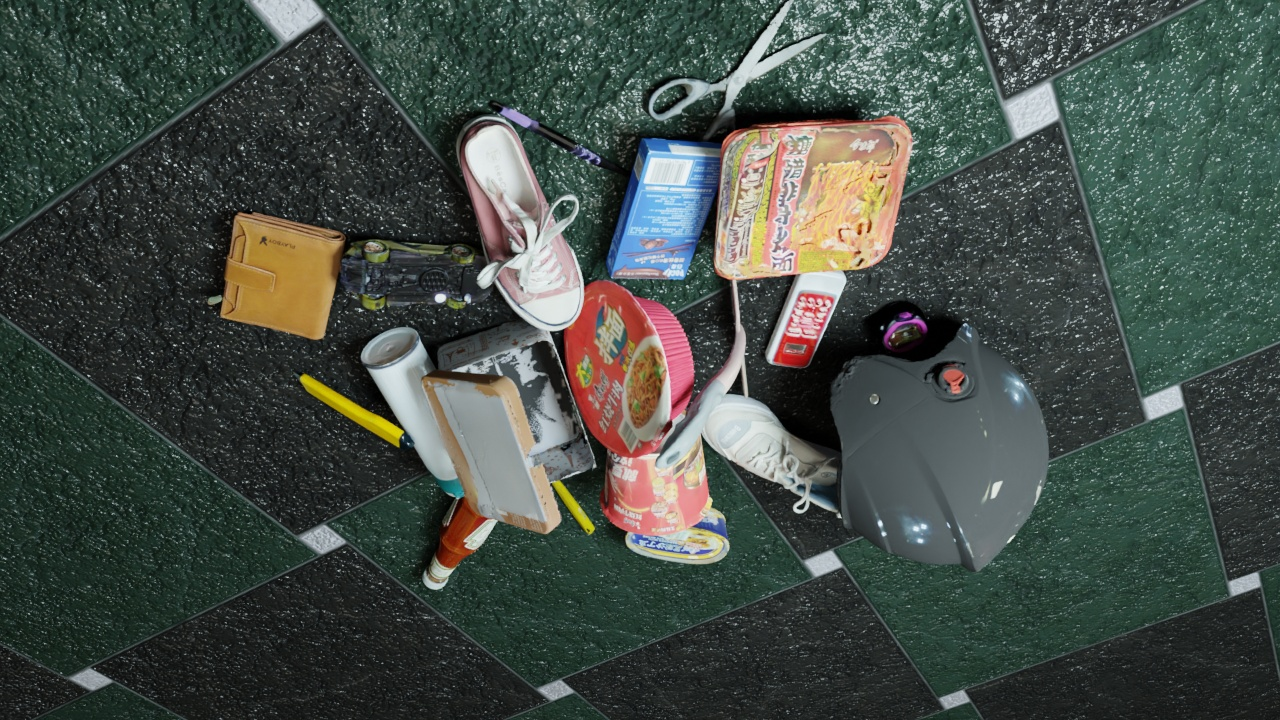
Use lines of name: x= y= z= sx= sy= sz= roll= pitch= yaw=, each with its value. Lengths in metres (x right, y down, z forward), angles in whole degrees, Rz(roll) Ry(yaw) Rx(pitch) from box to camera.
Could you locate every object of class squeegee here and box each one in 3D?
squeegee: x=0.075 y=0.023 z=0.946 sx=0.040 sy=0.248 sz=0.248 roll=9 pitch=134 yaw=23

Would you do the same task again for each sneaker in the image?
sneaker: x=-0.113 y=-0.118 z=0.898 sx=0.118 sy=0.087 sz=0.241 roll=-21 pitch=126 yaw=-4
sneaker: x=0.172 y=0.128 z=1.138 sx=0.242 sy=0.090 sz=0.090 roll=28 pitch=120 yaw=-25

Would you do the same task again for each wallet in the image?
wallet: x=-0.377 y=-0.088 z=0.947 sx=0.119 sy=0.035 sz=0.131 roll=11 pitch=127 yaw=-21

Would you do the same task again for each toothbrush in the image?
toothbrush: x=-0.105 y=0.168 z=1.191 sx=0.016 sy=0.016 sz=0.190 roll=-20 pitch=128 yaw=11
toothbrush: x=-0.061 y=-0.203 z=0.891 sx=0.189 sy=0.016 sz=0.014 roll=24 pitch=123 yaw=-21

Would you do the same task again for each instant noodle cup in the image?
instant noodle cup: x=-0.006 y=0.006 z=0.984 sx=0.065 sy=0.194 sz=0.194 roll=-13 pitch=136 yaw=-34
instant noodle cup: x=0.160 y=-0.166 z=0.896 sx=0.188 sy=0.079 sz=0.165 roll=-4 pitch=130 yaw=-8
instant noodle cup: x=0.016 y=0.125 z=1.099 sx=0.138 sy=0.137 sz=0.109 roll=-4 pitch=122 yaw=-2

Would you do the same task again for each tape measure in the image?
tape measure: x=0.298 y=-0.036 z=1.047 sx=0.058 sy=0.039 sz=0.057 roll=-28 pitch=126 yaw=16

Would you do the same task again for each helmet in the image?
helmet: x=0.337 y=0.098 z=1.027 sx=0.274 sy=0.230 sz=0.233 roll=-49 pitch=151 yaw=-6

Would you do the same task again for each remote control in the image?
remote control: x=0.186 y=-0.047 z=1.040 sx=0.056 sy=0.020 sz=0.136 roll=8 pitch=128 yaw=-11

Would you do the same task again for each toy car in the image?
toy car: x=-0.228 y=-0.090 z=0.949 sx=0.158 sy=0.042 sz=0.070 roll=2 pitch=129 yaw=-21

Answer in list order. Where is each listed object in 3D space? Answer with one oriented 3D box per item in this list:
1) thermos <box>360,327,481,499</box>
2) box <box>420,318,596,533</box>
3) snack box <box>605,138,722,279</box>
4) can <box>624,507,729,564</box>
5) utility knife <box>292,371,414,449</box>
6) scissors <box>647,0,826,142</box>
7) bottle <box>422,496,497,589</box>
thermos: x=-0.242 y=0.067 z=1.061 sx=0.073 sy=0.073 sz=0.224 roll=-15 pitch=127 yaw=7
box: x=-0.137 y=0.074 z=0.971 sx=0.153 sy=0.181 sz=0.183 roll=-21 pitch=117 yaw=-7
snack box: x=0.024 y=-0.148 z=0.917 sx=0.084 sy=0.026 sz=0.157 roll=-1 pitch=137 yaw=-21
can: x=0.048 y=0.230 z=1.235 sx=0.148 sy=0.049 sz=0.075 roll=13 pitch=127 yaw=-16
utility knife: x=-0.325 y=0.055 z=1.042 sx=0.164 sy=0.015 sz=0.033 roll=31 pitch=146 yaw=4
scissors: x=0.087 y=-0.258 z=0.861 sx=0.175 sy=0.014 sz=0.160 roll=-3 pitch=130 yaw=-4
bottle: x=-0.239 y=0.233 z=1.207 sx=0.059 sy=0.059 sz=0.207 roll=19 pitch=129 yaw=-20
